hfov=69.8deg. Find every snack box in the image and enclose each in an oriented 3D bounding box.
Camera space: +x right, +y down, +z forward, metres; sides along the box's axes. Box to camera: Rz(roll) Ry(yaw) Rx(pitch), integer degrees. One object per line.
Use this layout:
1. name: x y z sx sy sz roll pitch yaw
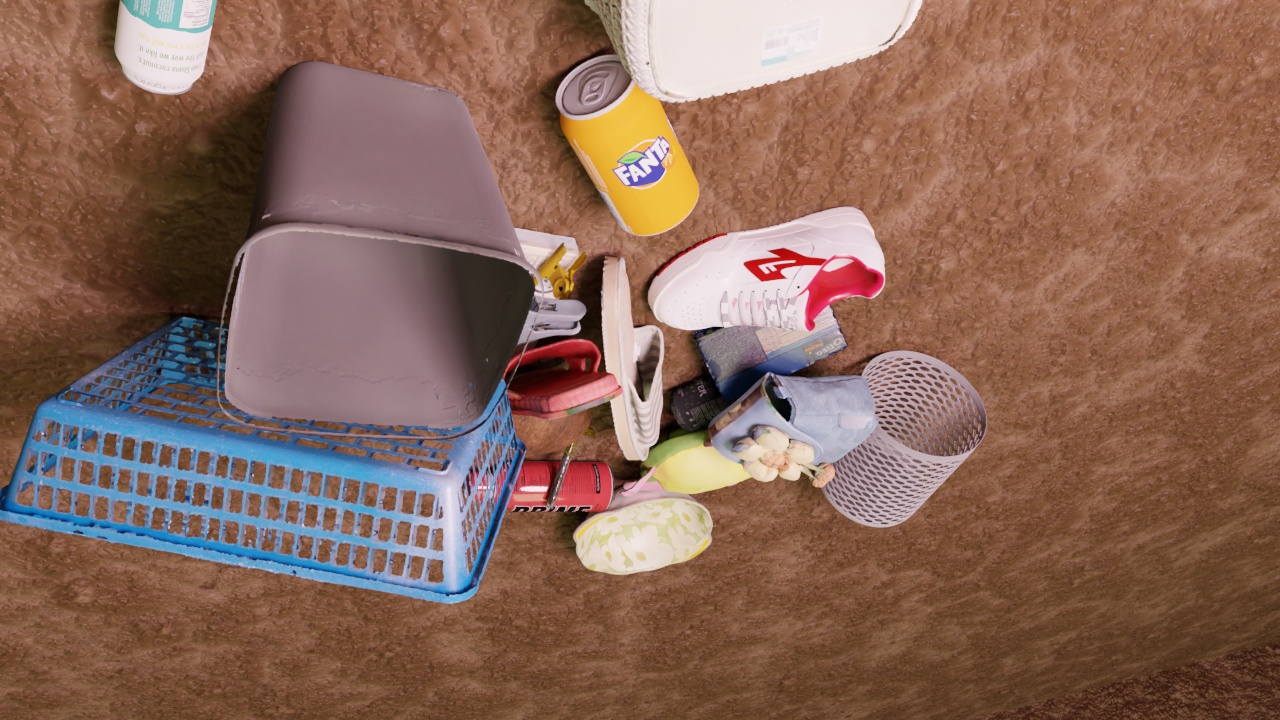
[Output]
1. snack box: -0.124 -0.063 0.895 0.081 0.026 0.150 6 136 -27
2. snack box: 0.143 -0.021 1.008 0.150 0.027 0.082 -23 109 10

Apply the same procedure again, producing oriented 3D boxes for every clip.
1. clip: -0.140 -0.056 0.851 0.172 0.030 0.164 -17 144 -4
2. clip: -0.074 -0.078 0.844 0.048 0.046 0.054 47 119 0

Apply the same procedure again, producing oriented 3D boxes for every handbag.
1. handbag: 0.177 0.080 1.012 0.191 0.118 0.122 6 145 -36

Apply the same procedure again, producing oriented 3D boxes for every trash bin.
1. trash bin: 0.318 0.106 1.154 0.156 0.156 0.184 -3 142 -16
2. trash bin: -0.199 -0.088 0.682 0.197 0.219 0.198 6 136 -26

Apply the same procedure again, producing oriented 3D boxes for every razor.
1. razor: -0.091 0.126 1.092 0.042 0.026 0.106 19 92 -38

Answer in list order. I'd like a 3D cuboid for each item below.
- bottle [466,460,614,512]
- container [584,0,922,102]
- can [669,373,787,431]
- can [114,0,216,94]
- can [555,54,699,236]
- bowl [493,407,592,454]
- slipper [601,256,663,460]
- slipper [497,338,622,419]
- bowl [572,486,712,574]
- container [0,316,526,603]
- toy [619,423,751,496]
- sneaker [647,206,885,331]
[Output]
1. bottle: -0.124 0.155 1.127 0.176 0.062 0.062 4 137 -23
2. container: 0.075 -0.280 0.612 0.251 0.143 0.185 -14 155 -3
3. can: 0.103 0.035 1.070 0.138 0.054 0.054 -24 141 9
4. can: -0.311 -0.231 0.603 0.054 0.054 0.102 9 135 -29
5. can: -0.009 -0.174 0.759 0.079 0.079 0.142 -24 141 9
6. bowl: -0.111 0.070 1.034 0.114 0.026 0.102 -17 123 3
7. slipper: -0.006 0.006 0.960 0.054 0.114 0.273 1 140 11
8. slipper: -0.087 0.014 0.893 0.103 0.059 0.249 -20 -172 -20
9. bowl: 0.000 0.220 1.252 0.219 0.060 0.189 20 128 -38
10. container: -0.286 0.061 0.764 0.362 0.256 0.089 11 112 -1
11. toy: 0.086 0.117 1.135 0.238 0.087 0.190 -22 152 5
12. sneaker: 0.130 -0.069 0.915 0.236 0.104 0.090 -15 141 -1
